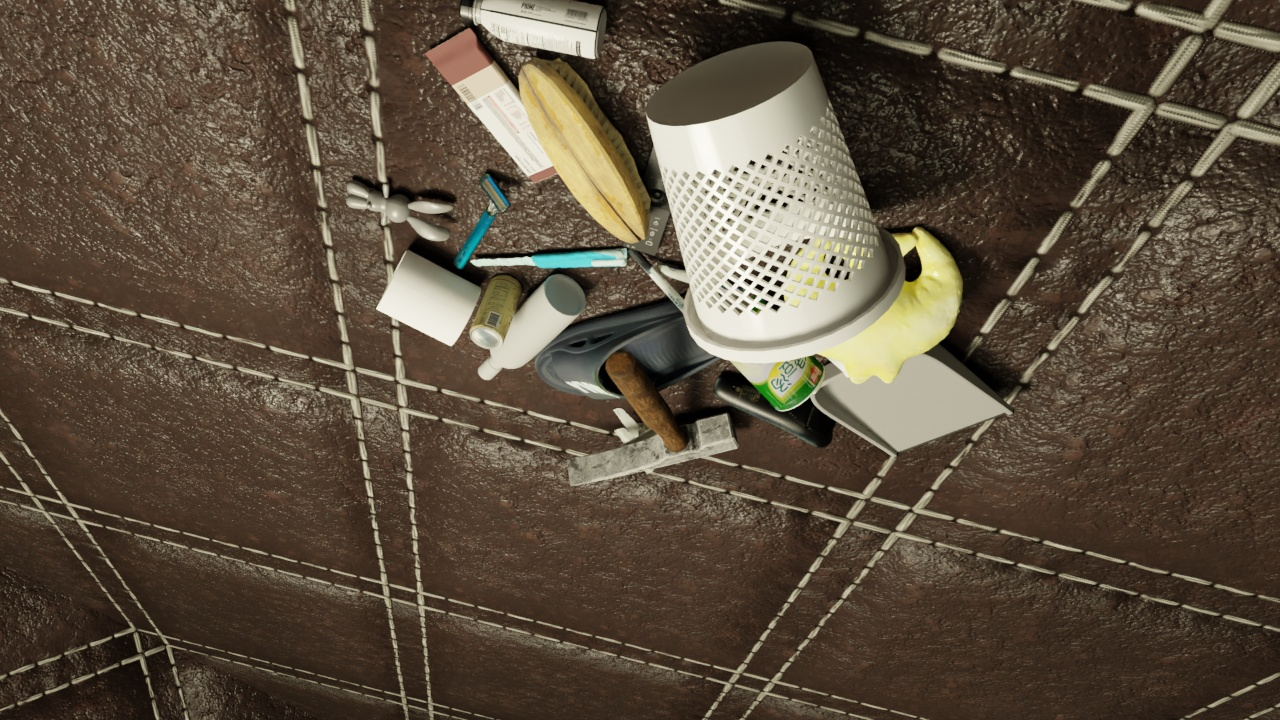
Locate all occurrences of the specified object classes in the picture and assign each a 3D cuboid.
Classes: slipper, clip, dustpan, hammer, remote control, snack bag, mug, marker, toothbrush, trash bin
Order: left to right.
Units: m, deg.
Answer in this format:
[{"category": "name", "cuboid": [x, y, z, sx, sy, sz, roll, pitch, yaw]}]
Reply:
[{"category": "mug", "cuboid": [-0.240, -0.067, 1.032, 0.090, 0.073, 0.111, 28, 166, -17]}, {"category": "snack bag", "cuboid": [-0.123, -0.227, 0.833, 0.057, 0.013, 0.158, -14, 134, 34]}, {"category": "hammer", "cuboid": [-0.020, 0.067, 1.029, 0.218, 0.037, 0.300, -15, 155, 9]}, {"category": "slipper", "cuboid": [-0.006, 0.006, 1.033, 0.269, 0.083, 0.110, -18, 134, 32]}, {"category": "clip", "cuboid": [0.003, 0.102, 1.189, 0.052, 0.057, 0.102, 15, 151, 40]}, {"category": "remote control", "cuboid": [0.015, -0.158, 0.876, 0.034, 0.013, 0.150, 17, 142, -3]}, {"category": "marker", "cuboid": [0.041, -0.061, 0.951, 0.152, 0.011, 0.011, 47, 135, -8]}, {"category": "toothbrush", "cuboid": [0.108, -0.072, 0.953, 0.189, 0.016, 0.017, 17, 132, -4]}, {"category": "trash bin", "cuboid": [0.100, -0.137, 0.755, 0.196, 0.194, 0.200, -7, 128, 24]}, {"category": "dustpan", "cuboid": [0.251, 0.018, 0.989, 0.257, 0.033, 0.164, 38, 140, -18]}]

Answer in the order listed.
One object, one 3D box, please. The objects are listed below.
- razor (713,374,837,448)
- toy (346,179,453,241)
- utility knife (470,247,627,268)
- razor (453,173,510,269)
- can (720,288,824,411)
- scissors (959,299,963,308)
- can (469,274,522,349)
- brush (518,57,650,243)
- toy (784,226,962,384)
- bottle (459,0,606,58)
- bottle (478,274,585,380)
[{"category": "razor", "cuboid": [0.157, 0.056, 1.076, 0.151, 0.054, 0.067, 19, 168, 3]}, {"category": "toy", "cuboid": [-0.250, -0.157, 0.947, 0.112, 0.030, 0.049, 18, 127, 3]}, {"category": "utility knife", "cuboid": [-0.099, -0.107, 0.972, 0.179, 0.015, 0.022, 1, 140, 14]}, {"category": "razor", "cuboid": [-0.167, -0.138, 0.954, 0.042, 0.022, 0.144, 55, 143, 8]}, {"category": "can", "cuboid": [0.127, -0.010, 0.939, 0.121, 0.067, 0.068, 44, 134, -19]}, {"category": "scissors", "cuboid": [0.303, -0.006, 0.974, 0.166, 0.012, 0.158, 37, 138, -21]}, {"category": "can", "cuboid": [-0.157, -0.054, 1.005, 0.038, 0.079, 0.038, 9, 142, 7]}, {"category": "brush", "cuboid": [-0.046, -0.188, 0.826, 0.059, 0.043, 0.195, -11, 130, 34]}, {"category": "toy", "cuboid": [0.222, -0.051, 0.889, 0.171, 0.064, 0.155, -2, 110, 13]}, {"category": "bottle", "cuboid": [-0.088, -0.275, 0.741, 0.116, 0.041, 0.041, 12, 142, 3]}, {"category": "bottle", "cuboid": [-0.135, -0.028, 1.052, 0.052, 0.052, 0.196, 31, 139, -20]}]
